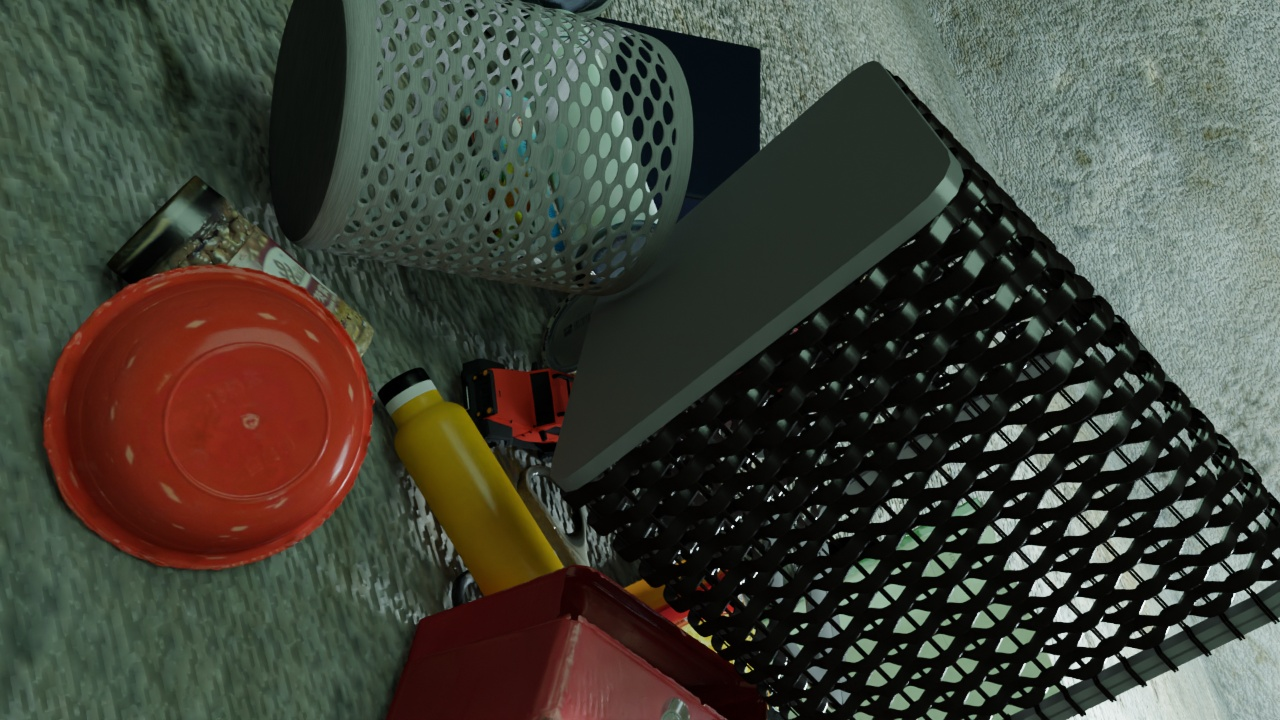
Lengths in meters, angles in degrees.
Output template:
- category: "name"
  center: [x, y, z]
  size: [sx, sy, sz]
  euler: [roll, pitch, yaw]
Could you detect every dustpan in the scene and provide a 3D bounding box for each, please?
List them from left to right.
- category: "dustpan"
  center: [0.065, -0.191, 0.831]
  size: [0.273, 0.080, 0.235]
  euler: [10, 50, -4]

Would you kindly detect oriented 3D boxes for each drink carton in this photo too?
- category: "drink carton"
  center: [-0.089, -0.128, 0.641]
  size: [0.038, 0.044, 0.128]
  euler: [7, 64, -53]

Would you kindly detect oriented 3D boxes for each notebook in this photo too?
- category: "notebook"
  center: [0.200, 0.236, 0.700]
  size: [0.252, 0.010, 0.182]
  euler: [-21, 85, -20]

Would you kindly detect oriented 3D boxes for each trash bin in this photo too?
- category: "trash bin"
  center: [-0.092, -0.121, 0.501]
  size: [0.183, 0.157, 0.156]
  euler: [3, 65, -35]

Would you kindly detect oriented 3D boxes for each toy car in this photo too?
- category: "toy car"
  center: [-0.064, 0.029, 0.564]
  size: [0.100, 0.049, 0.051]
  euler: [18, 54, -48]

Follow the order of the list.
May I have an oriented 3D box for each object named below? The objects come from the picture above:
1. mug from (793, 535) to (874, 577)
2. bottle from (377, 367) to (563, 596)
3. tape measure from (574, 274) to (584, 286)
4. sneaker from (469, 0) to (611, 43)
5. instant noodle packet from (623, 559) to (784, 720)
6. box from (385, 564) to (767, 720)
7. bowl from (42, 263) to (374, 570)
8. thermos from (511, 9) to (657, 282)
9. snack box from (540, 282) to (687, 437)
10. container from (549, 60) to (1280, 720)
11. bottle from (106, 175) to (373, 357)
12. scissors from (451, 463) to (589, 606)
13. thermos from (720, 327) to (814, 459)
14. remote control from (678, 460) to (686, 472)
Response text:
- category: "mug"
  center: [0.183, 0.205, 0.782]
  size: [0.100, 0.085, 0.118]
  euler: [57, 4, -21]
- category: "bottle"
  center: [-0.092, 0.071, 0.491]
  size: [0.143, 0.043, 0.043]
  euler: [57, 32, 6]
- category: "tape measure"
  center: [-0.023, -0.050, 0.682]
  size: [0.058, 0.038, 0.058]
  euler: [2, 102, -46]
- category: "sneaker"
  center: [-0.063, -0.335, 0.777]
  size: [0.089, 0.088, 0.234]
  euler: [54, 35, -15]
- category: "instant noodle packet"
  center: [0.050, 0.243, 0.597]
  size: [0.159, 0.032, 0.220]
  euler: [-9, 76, -53]
- category: "box"
  center: [-0.028, 0.179, 0.446]
  size: [0.157, 0.129, 0.087]
  euler: [40, 44, -30]
- category: "bowl"
  center: [-0.166, 0.024, 0.376]
  size: [0.130, 0.045, 0.130]
  euler: [0, 91, -37]
- category: "thermos"
  center: [-0.042, -0.161, 0.673]
  size: [0.068, 0.068, 0.229]
  euler: [23, 41, -46]
- category: "snack box"
  center: [-0.004, 0.004, 0.648]
  size: [0.121, 0.072, 0.072]
  euler: [33, 44, -39]
- category: "container"
  center: [0.127, 0.025, 0.491]
  size: [0.243, 0.246, 0.246]
  euler: [43, 24, -18]
- category: "bottle"
  center: [-0.183, -0.029, 0.428]
  size: [0.105, 0.056, 0.056]
  euler: [46, 37, -27]
- category: "scissors"
  center: [-0.041, 0.134, 0.538]
  size: [0.157, 0.013, 0.171]
  euler: [1, 58, -44]
- category: "thermos"
  center: [0.101, -0.012, 0.809]
  size: [0.108, 0.084, 0.198]
  euler: [78, 8, -54]
- category: "remote control"
  center: [0.033, 0.022, 0.720]
  size: [0.022, 0.047, 0.150]
  euler: [7, 55, -12]
